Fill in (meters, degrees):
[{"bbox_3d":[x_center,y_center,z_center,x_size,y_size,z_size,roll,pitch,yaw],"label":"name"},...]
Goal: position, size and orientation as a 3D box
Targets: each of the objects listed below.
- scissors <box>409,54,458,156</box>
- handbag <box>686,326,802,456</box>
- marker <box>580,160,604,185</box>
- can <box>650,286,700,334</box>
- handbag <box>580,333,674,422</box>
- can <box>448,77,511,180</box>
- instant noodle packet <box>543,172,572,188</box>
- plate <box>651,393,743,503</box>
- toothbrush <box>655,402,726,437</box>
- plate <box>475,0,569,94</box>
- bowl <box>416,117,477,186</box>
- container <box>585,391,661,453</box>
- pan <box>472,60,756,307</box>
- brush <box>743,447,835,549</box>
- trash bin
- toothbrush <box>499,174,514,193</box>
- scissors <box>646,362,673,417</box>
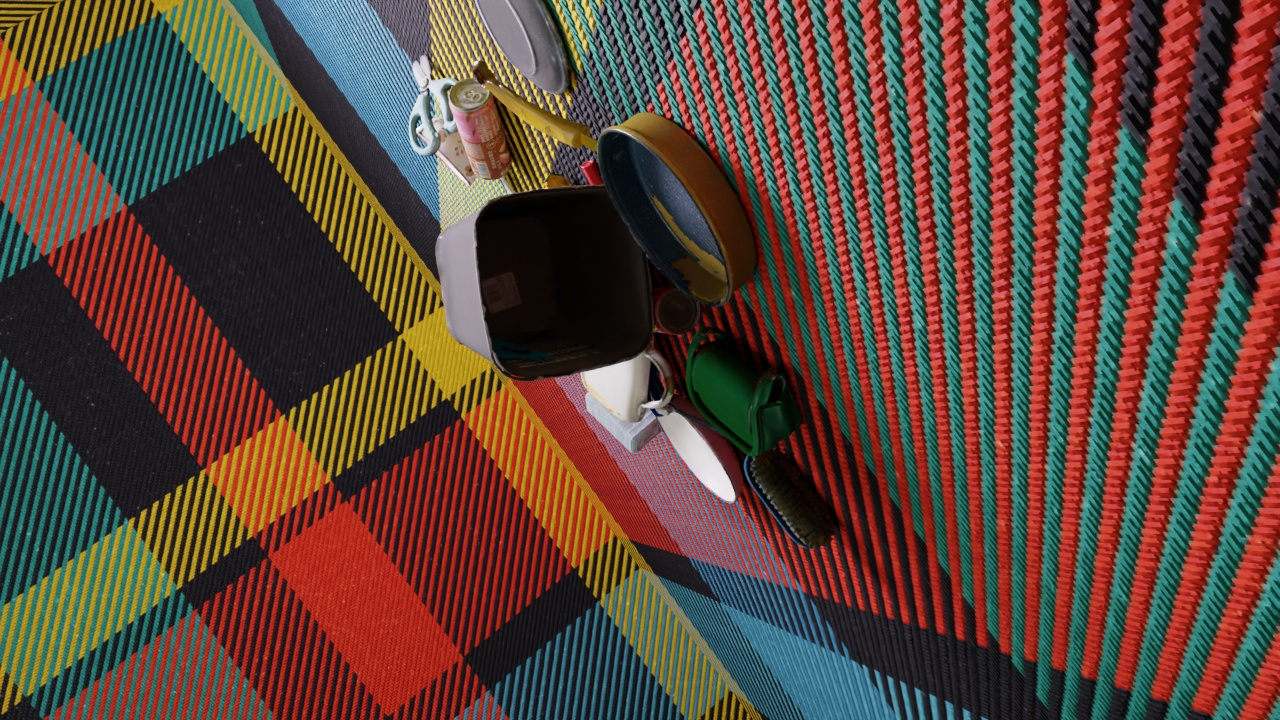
[{"bbox_3d":[-0.289,-0.383,1.311,0.019,0.143,0.179,19,-126,-51],"label":"scissors"},{"bbox_3d":[0.112,0.032,1.004,0.131,0.067,0.120,43,156,39],"label":"handbag"},{"bbox_3d":[-0.031,-0.167,1.071,0.017,0.017,0.145,33,156,55],"label":"marker"},{"bbox_3d":[0.020,-0.060,1.085,0.053,0.053,0.133,57,166,-16],"label":"can"},{"bbox_3d":[-0.007,0.007,1.236,0.179,0.063,0.164,44,142,38],"label":"handbag"},{"bbox_3d":[-0.215,-0.309,1.239,0.058,0.057,0.147,48,165,23],"label":"can"},{"bbox_3d":[-0.094,-0.182,1.188,0.111,0.044,0.128,51,166,-7],"label":"instant noodle packet"},{"bbox_3d":[0.089,0.119,1.329,0.192,0.039,0.193,50,166,17],"label":"plate"},{"bbox_3d":[0.093,0.089,1.199,0.181,0.018,0.016,21,134,34],"label":"toothbrush"},{"bbox_3d":[-0.134,-0.350,0.946,0.179,0.024,0.180,49,165,17],"label":"plate"},{"bbox_3d":[-0.276,-0.323,1.376,0.113,0.062,0.113,43,177,2],"label":"bowl"},{"bbox_3d":[-0.019,0.081,1.491,0.111,0.090,0.090,46,165,17],"label":"container"},{"bbox_3d":[-0.031,-0.189,0.889,0.357,0.078,0.198,49,165,16],"label":"pan"},{"bbox_3d":[0.178,0.168,1.122,0.144,0.055,0.074,52,166,2],"label":"brush"},{"bbox_3d":[-0.126,-0.090,1.059,0.220,0.198,0.199,8,107,61],"label":"trash bin"},{"bbox_3d":[-0.161,-0.200,1.393,0.027,0.027,0.224,-19,112,38],"label":"toothbrush"},{"bbox_3d":[0.000,0.006,1.304,0.172,0.012,0.133,43,140,48],"label":"scissors"}]
